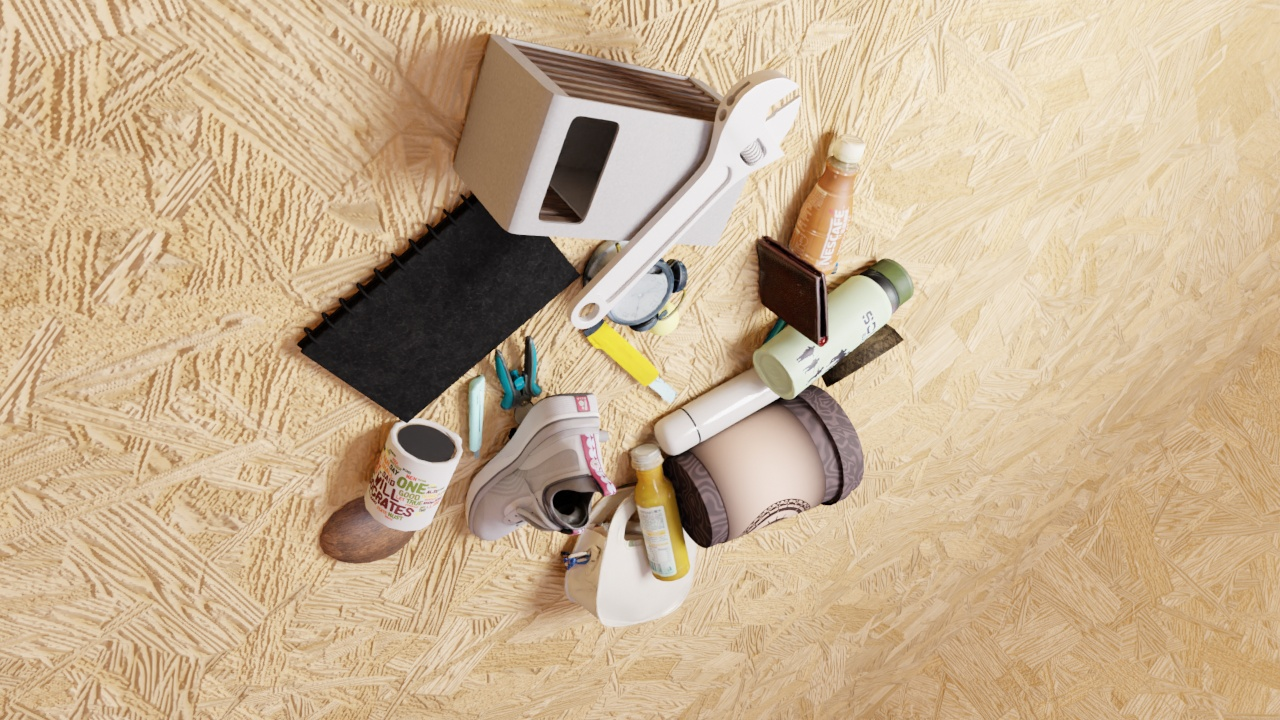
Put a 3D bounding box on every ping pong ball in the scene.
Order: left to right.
[{"bbox_3d":[0.023,-0.048,1.023,0.040,0.040,0.040,-23,139,-22],"label":"ping pong ball"}]

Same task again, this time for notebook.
[{"bbox_3d":[-0.183,-0.052,0.862,0.231,0.019,0.169,-40,144,0],"label":"notebook"}]

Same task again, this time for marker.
[{"bbox_3d":[-0.093,0.089,1.082,0.140,0.016,0.016,6,124,-43],"label":"marker"}]

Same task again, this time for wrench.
[{"bbox_3d":[0.031,-0.132,0.775,0.273,0.018,0.086,-44,143,7],"label":"wrench"}]

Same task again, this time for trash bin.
[{"bbox_3d":[-0.024,-0.182,0.787,0.228,0.114,0.115,-3,129,-39],"label":"trash bin"}]

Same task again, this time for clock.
[{"bbox_3d":[-0.003,-0.078,0.958,0.129,0.052,0.090,22,111,-46],"label":"clock"}]

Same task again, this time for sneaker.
[{"bbox_3d":[-0.110,0.153,1.024,0.096,0.128,0.264,2,143,-39],"label":"sneaker"}]

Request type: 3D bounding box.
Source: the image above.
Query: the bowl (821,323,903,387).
[{"bbox_3d":[0.292,-0.019,1.255,0.121,0.056,0.121,-32,174,-4],"label":"bowl"}]

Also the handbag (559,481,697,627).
[{"bbox_3d":[-0.011,0.257,1.279,0.200,0.093,0.200,4,104,-42],"label":"handbag"}]

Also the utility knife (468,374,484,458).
[{"bbox_3d":[-0.178,0.065,0.988,0.022,0.015,0.120,-50,159,-45],"label":"utility knife"}]

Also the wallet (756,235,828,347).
[{"bbox_3d":[0.178,-0.080,1.075,0.031,0.099,0.120,-36,143,-17],"label":"wallet"}]

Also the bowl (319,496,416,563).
[{"bbox_3d":[-0.291,0.192,1.008,0.114,0.026,0.102,14,118,-47],"label":"bowl"}]

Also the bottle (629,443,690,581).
[{"bbox_3d":[0.024,0.199,1.209,0.053,0.053,0.186,-21,111,-24],"label":"bottle"}]

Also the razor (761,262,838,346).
[{"bbox_3d":[0.197,-0.070,1.167,0.042,0.022,0.144,-9,140,-55],"label":"razor"}]

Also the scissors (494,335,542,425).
[{"bbox_3d":[-0.133,0.027,0.980,0.132,0.019,0.148,-50,148,20],"label":"scissors"}]

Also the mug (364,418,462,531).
[{"bbox_3d":[-0.227,0.113,0.955,0.105,0.073,0.090,-28,150,-60],"label":"mug"}]

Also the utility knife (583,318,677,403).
[{"bbox_3d":[-0.006,0.006,1.070,0.030,0.018,0.206,-39,138,7],"label":"utility knife"}]

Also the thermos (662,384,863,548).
[{"bbox_3d":[0.158,0.146,1.229,0.225,0.172,0.173,-22,139,-20],"label":"thermos"}]

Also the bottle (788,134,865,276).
[{"bbox_3d":[0.214,-0.175,1.043,0.059,0.059,0.167,-14,135,-30],"label":"bottle"}]

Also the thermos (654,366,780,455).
[{"bbox_3d":[0.121,0.053,1.197,0.223,0.052,0.052,-28,141,-15],"label":"thermos"}]

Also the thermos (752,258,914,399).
[{"bbox_3d":[0.251,-0.046,1.178,0.231,0.082,0.082,-37,143,-19],"label":"thermos"}]
